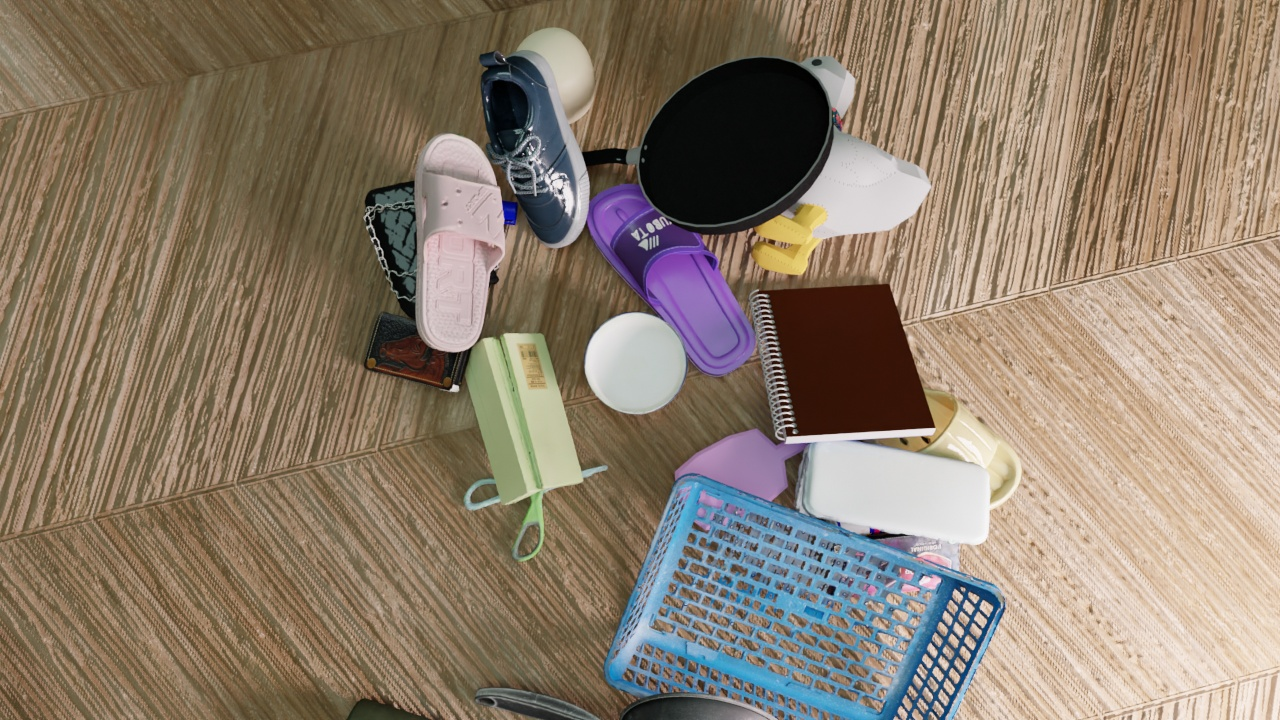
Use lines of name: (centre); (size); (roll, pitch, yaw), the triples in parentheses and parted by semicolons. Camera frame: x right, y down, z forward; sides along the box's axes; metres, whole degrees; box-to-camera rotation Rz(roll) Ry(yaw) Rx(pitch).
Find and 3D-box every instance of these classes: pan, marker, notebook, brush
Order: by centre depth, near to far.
pan: (-0.014, 0.400, 0.989); (0.357, 0.188, 0.055); (3, 43, 10)
notebook: (0.223, -0.001, 1.045); (0.171, 0.022, 0.208); (-3, 53, -2)
pan: (0.045, -0.238, 1.048); (0.357, 0.034, 0.225); (-1, 65, 28)
brush: (0.148, 0.113, 1.062); (0.228, 0.043, 0.089); (-28, 86, -2)
marker: (-0.216, -0.185, 1.103); (0.133, 0.023, 0.027); (7, 90, -1)

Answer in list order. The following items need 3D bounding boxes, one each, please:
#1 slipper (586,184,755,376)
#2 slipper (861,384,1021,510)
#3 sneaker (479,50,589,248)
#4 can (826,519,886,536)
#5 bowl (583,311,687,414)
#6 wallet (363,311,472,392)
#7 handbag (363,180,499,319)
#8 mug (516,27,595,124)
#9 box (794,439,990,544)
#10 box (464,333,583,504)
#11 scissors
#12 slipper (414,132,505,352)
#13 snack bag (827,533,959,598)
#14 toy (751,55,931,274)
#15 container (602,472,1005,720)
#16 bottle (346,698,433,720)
slipper: (0.040, -0.104, 1.070); (0.107, 0.084, 0.266); (-35, 85, -6)
slipper: (0.327, 0.084, 1.061); (0.261, 0.079, 0.111); (36, 87, 3)
sneaker: (-0.125, -0.231, 1.035); (0.089, 0.087, 0.236); (-1, 117, 29)
can: (0.266, 0.187, 1.067); (0.095, 0.032, 0.032); (-10, 83, -3)
bowl: (-0.006, 0.006, 1.066); (0.118, 0.062, 0.118); (0, 82, -2)
wallet: (-0.257, -0.010, 1.062); (0.123, 0.019, 0.072); (14, 87, 20)
handbag: (-0.234, -0.134, 1.042); (0.125, 0.115, 0.153); (-19, 95, -8)
mug: (-0.114, -0.334, 1.086); (0.120, 0.100, 0.096); (-29, 85, -5)
box: (0.278, 0.141, 0.998); (0.215, 0.083, 0.123); (6, 106, 2)
box: (-0.145, 0.068, 1.062); (0.084, 0.091, 0.188); (-24, 75, 32)
scissors: (-0.127, 0.147, 1.069); (0.160, 0.025, 0.171); (18, 79, 7)
slipper: (-0.194, -0.129, 0.994); (0.094, 0.064, 0.239); (5, 86, -32)
snack bag: (0.293, 0.234, 1.059); (0.155, 0.018, 0.075); (-6, 108, -2)
toy: (0.213, -0.232, 1.068); (0.247, 0.141, 0.267); (22, 72, 13)
container: (0.169, 0.283, 0.997); (0.362, 0.089, 0.257); (21, 101, 1)
bottle: (-0.223, 0.435, 1.003); (0.207, 0.071, 0.071); (18, 83, 0)
